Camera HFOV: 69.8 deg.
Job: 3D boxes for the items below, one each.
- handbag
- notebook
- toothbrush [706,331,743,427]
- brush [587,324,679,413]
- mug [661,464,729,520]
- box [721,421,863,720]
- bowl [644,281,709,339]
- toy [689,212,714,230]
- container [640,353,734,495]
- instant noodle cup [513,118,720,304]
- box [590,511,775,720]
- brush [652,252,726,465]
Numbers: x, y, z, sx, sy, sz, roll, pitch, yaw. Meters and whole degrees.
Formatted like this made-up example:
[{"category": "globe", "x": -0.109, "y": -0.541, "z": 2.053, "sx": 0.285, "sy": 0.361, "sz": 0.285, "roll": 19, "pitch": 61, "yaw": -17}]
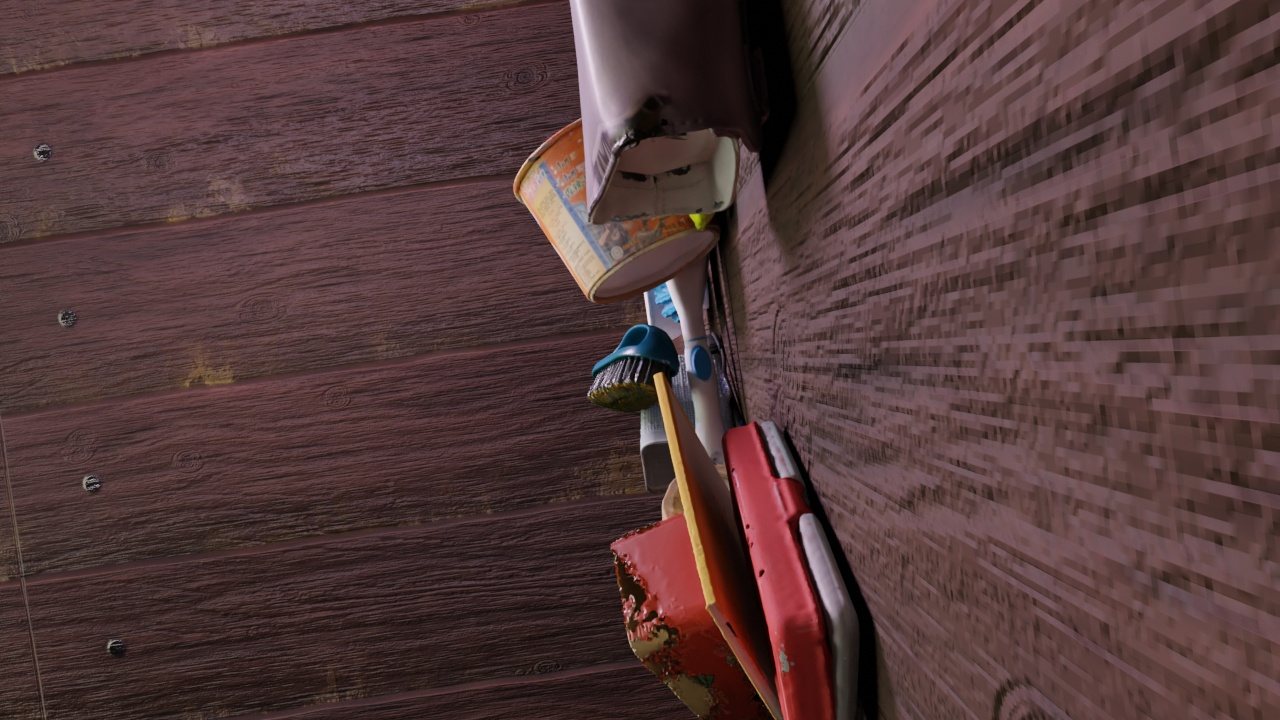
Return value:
[{"category": "handbag", "x": 0.006, "y": -0.183, "z": 0.456, "sx": 0.145, "sy": 0.098, "sz": 0.197, "roll": 64, "pitch": -161, "yaw": -85}, {"category": "notebook", "x": 0.052, "y": 0.113, "z": 0.536, "sx": 0.146, "sy": 0.010, "sz": 0.206, "roll": 60, "pitch": -171, "yaw": -29}, {"category": "toothbrush", "x": 0.076, "y": 0.028, "z": 0.803, "sx": 0.189, "sy": 0.016, "sz": 0.014, "roll": -100, "pitch": 6, "yaw": -54}, {"category": "brush", "x": -0.005, "y": 0.005, "z": 0.823, "sx": 0.144, "sy": 0.055, "sz": 0.073, "roll": 153, "pitch": 134, "yaw": -69}, {"category": "mug", "x": 0.051, "y": 0.157, "z": 0.706, "sx": 0.104, "sy": 0.084, "sz": 0.124, "roll": 84, "pitch": -155, "yaw": -43}, {"category": "box", "x": 0.080, "y": 0.107, "z": 0.483, "sx": 0.201, "sy": 0.047, "sz": 0.087, "roll": -97, "pitch": -4, "yaw": -67}, {"category": "bowl", "x": 0.036, "y": -0.074, "z": 0.948, "sx": 0.118, "sy": 0.065, "sz": 0.118, "roll": 6, "pitch": -105, "yaw": -89}, {"category": "toy", "x": 0.044, "y": -0.145, "z": 0.645, "sx": 0.100, "sy": 0.031, "sz": 0.096, "roll": 102, "pitch": 168, "yaw": -83}, {"category": "container", "x": 0.044, "y": 0.059, "z": 0.894, "sx": 0.090, "sy": 0.090, "sz": 0.111, "roll": 83, "pitch": -178, "yaw": -49}, {"category": "instant noodle cup", "x": -0.012, "y": -0.122, "z": 0.744, "sx": 0.111, "sy": 0.151, "sz": 0.151, "roll": 63, "pitch": 177, "yaw": 10}, {"category": "box", "x": 0.041, "y": 0.178, "z": 0.584, "sx": 0.168, "sy": 0.077, "sz": 0.091, "roll": 56, "pitch": -167, "yaw": -41}, {"category": "brush", "x": 0.041, "y": -0.043, "z": 0.825, "sx": 0.109, "sy": 0.060, "sz": 0.314, "roll": 160, "pitch": 105, "yaw": -78}]
